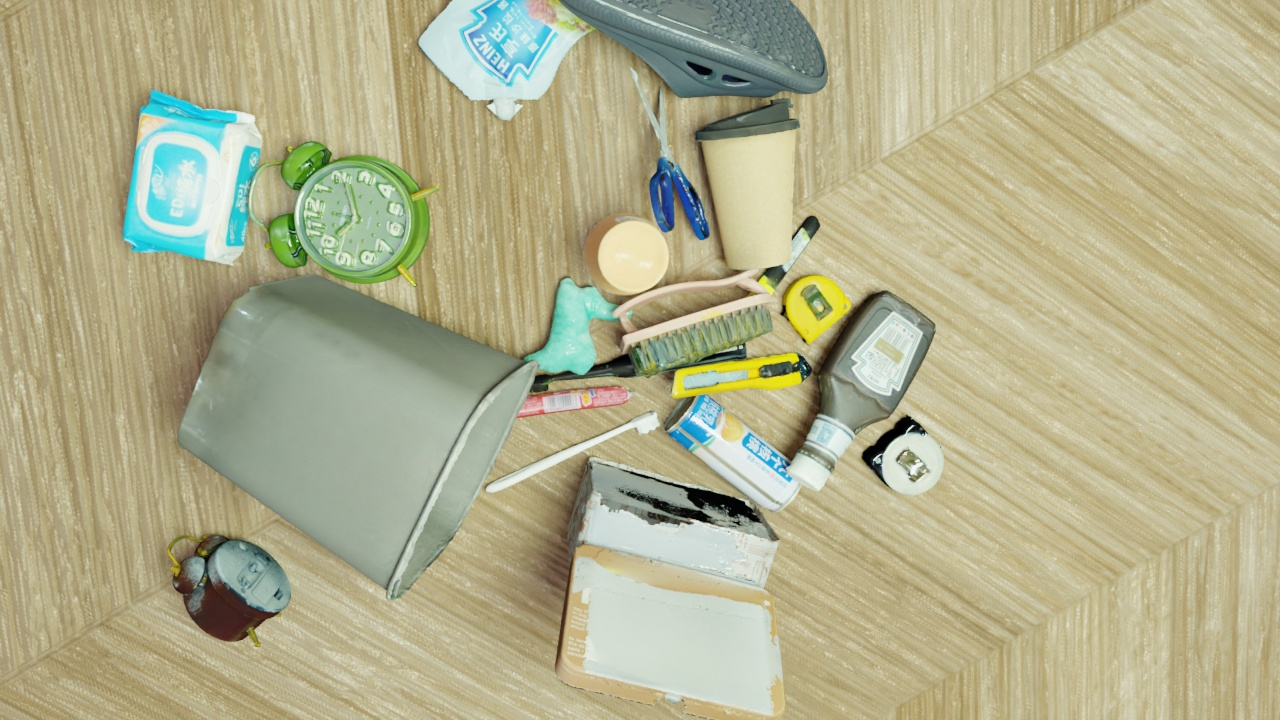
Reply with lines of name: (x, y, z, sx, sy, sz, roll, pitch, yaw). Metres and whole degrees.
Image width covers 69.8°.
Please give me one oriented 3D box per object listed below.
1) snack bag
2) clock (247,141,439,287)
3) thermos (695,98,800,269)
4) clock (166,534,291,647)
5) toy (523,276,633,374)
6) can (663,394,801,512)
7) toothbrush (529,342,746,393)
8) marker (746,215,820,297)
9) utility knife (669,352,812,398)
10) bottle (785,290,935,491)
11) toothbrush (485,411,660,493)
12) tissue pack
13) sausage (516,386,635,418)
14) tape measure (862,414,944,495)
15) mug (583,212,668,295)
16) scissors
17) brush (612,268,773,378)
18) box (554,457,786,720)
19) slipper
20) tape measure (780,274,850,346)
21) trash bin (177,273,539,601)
snack bag: (-0.096, -0.309, 0.816, 0.191, 0.039, 0.110, -44, 110, 3)
clock: (-0.267, -0.130, 0.818, 0.161, 0.056, 0.116, 14, 96, -6)
thermos: (0.101, -0.158, 0.828, 0.093, 0.093, 0.143, -9, 106, -3)
clock: (-0.381, 0.204, 0.844, 0.055, 0.082, 0.122, -42, 101, 8)
toy: (-0.057, -0.031, 0.855, 0.096, 0.030, 0.092, 7, 85, -3)
can: (0.090, 0.087, 0.876, 0.134, 0.053, 0.053, 38, 93, -8)
toothbrush: (-0.005, 0.005, 0.872, 0.212, 0.026, 0.027, -11, 142, -2)
marker: (0.131, -0.086, 0.875, 0.018, 0.015, 0.124, 36, 91, -3)
utility knife: (0.096, 0.016, 0.861, 0.154, 0.015, 0.033, -8, 83, -23)
bottle: (0.200, 0.031, 0.859, 0.080, 0.044, 0.194, 34, 80, -6)
toothbrush: (-0.065, 0.091, 0.885, 0.180, 0.016, 0.016, -23, 105, -1)
tissue pack: (-0.392, -0.155, 0.801, 0.090, 0.063, 0.140, 13, 97, -6)
sausage: (-0.082, 0.040, 0.874, 0.156, 0.020, 0.020, -7, 98, -3)
tape measure: (0.262, 0.097, 0.900, 0.066, 0.033, 0.066, -44, 98, 4)
mug: (-0.010, -0.093, 0.808, 0.078, 0.122, 0.078, -1, 97, -5)
scissors: (0.025, -0.172, 0.811, 0.012, 0.162, 0.176, -15, 128, 22)
brush: (0.051, -0.038, 0.836, 0.145, 0.063, 0.073, -19, 83, -5)
box: (0.026, 0.184, 0.785, 0.178, 0.271, 0.107, 16, 110, -7)
slipper: (0.038, -0.291, 0.806, 0.268, 0.084, 0.110, 13, 60, -19)
tape measure: (0.165, -0.053, 0.874, 0.060, 0.029, 0.057, -40, 98, 2)
trash bin: (-0.235, 0.049, 0.774, 0.220, 0.198, 0.199, 27, 104, 2)
